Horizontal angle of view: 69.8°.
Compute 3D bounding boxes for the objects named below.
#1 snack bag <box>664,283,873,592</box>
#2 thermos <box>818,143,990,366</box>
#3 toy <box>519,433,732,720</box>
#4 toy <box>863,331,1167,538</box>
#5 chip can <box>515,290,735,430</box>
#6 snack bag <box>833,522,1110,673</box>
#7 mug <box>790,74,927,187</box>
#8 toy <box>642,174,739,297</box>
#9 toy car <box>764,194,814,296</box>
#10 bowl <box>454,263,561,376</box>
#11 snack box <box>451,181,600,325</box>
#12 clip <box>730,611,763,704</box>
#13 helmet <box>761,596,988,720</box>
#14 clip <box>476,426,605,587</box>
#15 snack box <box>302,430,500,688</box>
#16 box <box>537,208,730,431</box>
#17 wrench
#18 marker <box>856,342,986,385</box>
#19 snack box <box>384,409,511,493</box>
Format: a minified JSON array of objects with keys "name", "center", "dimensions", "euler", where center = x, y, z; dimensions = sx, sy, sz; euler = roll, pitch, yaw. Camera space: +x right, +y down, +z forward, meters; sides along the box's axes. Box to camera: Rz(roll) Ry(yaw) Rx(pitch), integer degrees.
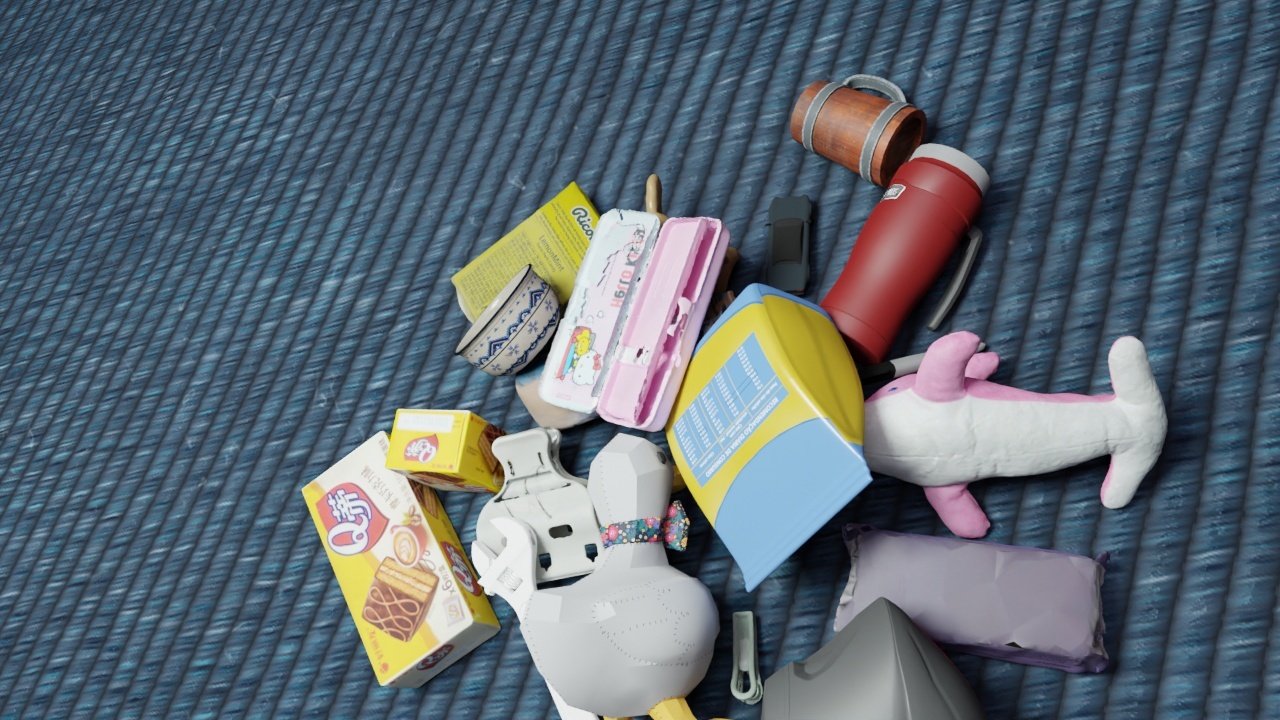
[{"name":"snack bag","center":[0.108,0.063,0.758],"dimensions":[0.159,0.102,0.205],"euler":[-53,34,33]},{"name":"thermos","center":[0.248,-0.090,0.846],"dimensions":[0.108,0.084,0.198],"euler":[33,84,-4]},{"name":"toy","center":[-0.010,0.195,0.765],"dimensions":[0.141,0.246,0.267],"euler":[-18,81,34]},{"name":"toy","center":[0.286,0.044,0.769],"dimensions":[0.266,0.187,0.127],"euler":[-2,27,20]},{"name":"chip can","center":[-0.005,0.005,0.897],"dimensions":[0.230,0.080,0.079],"euler":[-20,64,11]},{"name":"snack bag","center":[0.262,0.187,0.736],"dimensions":[0.206,0.058,0.096],"euler":[3,71,20]},{"name":"mug","center":[0.226,-0.241,0.919],"dimensions":[0.111,0.081,0.117],"euler":[33,65,31]},{"name":"toy","center":[0.040,-0.104,0.914],"dimensions":[0.108,0.106,0.134],"euler":[19,82,10]},{"name":"toy car","center":[0.148,-0.116,0.914],"dimensions":[0.046,0.034,0.112],"euler":[-2,68,19]},{"name":"bowl","center":[-0.123,-0.032,0.900],"dimensions":[0.059,0.115,0.115],"euler":[40,84,-14]},{"name":"snack box","center":[-0.108,-0.092,0.991],"dimensions":[0.181,0.045,0.121],"euler":[-36,64,6]},{"name":"clip","center":[0.090,0.254,0.787],"dimensions":[0.023,0.035,0.074],"euler":[-9,60,18]},{"name":"helmet","center":[0.170,0.306,0.660],"dimensions":[0.170,0.164,0.264],"euler":[3,84,8]},{"name":"clip","center":[-0.094,0.137,0.885],"dimensions":[0.126,0.091,0.151],"euler":[-14,73,12]},{"name":"snack box","center":[-0.241,0.195,0.910],"dimensions":[0.110,0.061,0.230],"euler":[-36,62,3]},{"name":"box","center":[-0.006,-0.041,0.844],"dimensions":[0.155,0.044,0.201],"euler":[12,78,45]},{"name":"wrench","center":[-0.078,0.266,0.817],"dimensions":[0.066,0.018,0.273],"euler":[-32,75,13]},{"name":"marker","center":[0.246,0.002,0.814],"dimensions":[0.138,0.022,0.016],"euler":[-14,89,-9]},{"name":"snack box","center":[-0.185,0.091,0.907],"dimensions":[0.084,0.106,0.061],"euler":[1,71,20]}]
